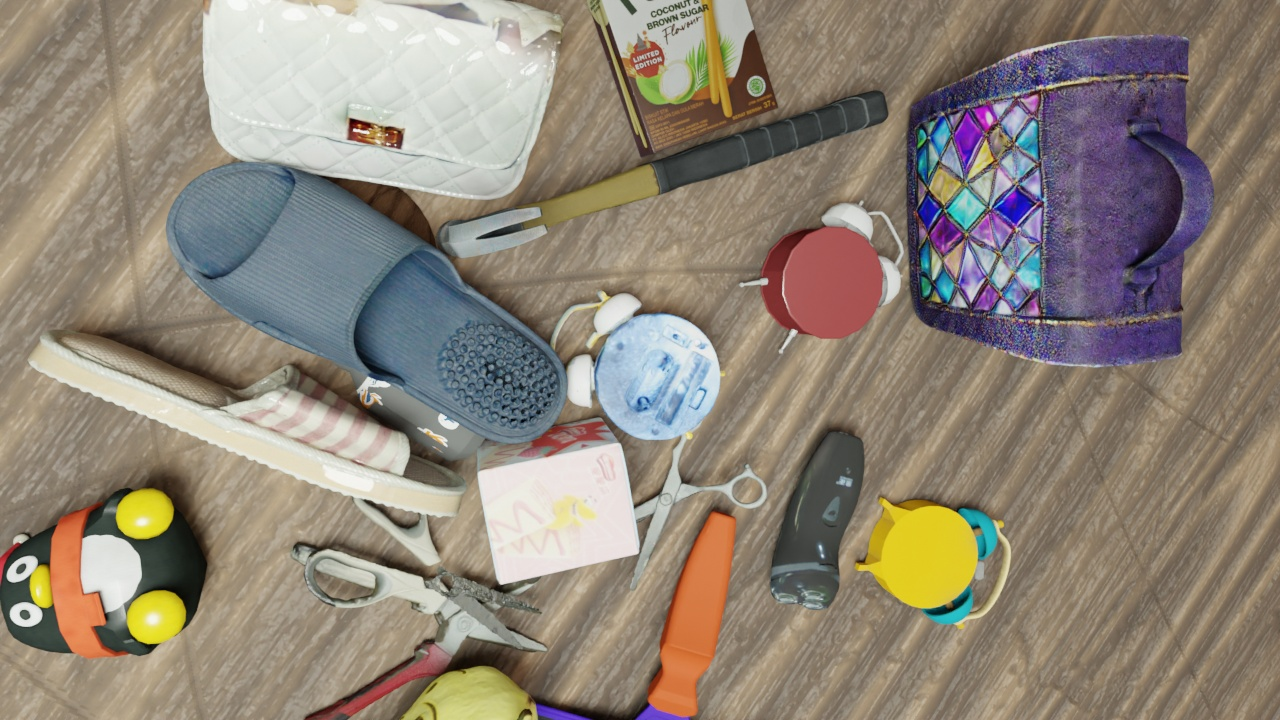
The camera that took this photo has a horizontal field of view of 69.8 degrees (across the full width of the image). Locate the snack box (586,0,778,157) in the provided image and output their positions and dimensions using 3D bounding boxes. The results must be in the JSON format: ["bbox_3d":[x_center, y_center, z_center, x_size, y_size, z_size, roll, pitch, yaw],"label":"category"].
[{"bbox_3d":[0.019,-0.250,0.645,0.101,0.032,0.186,-23,102,-13],"label":"snack box"}]

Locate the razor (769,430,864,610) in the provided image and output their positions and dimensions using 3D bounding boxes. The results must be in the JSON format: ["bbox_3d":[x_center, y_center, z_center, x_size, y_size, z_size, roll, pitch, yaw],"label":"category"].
[{"bbox_3d":[0.142,0.124,0.709,0.053,0.064,0.140,16,93,-19],"label":"razor"}]

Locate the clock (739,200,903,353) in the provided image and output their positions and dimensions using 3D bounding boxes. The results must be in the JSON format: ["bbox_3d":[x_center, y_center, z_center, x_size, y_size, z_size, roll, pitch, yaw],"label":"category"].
[{"bbox_3d":[0.145,-0.065,0.698,0.124,0.044,0.087,-35,105,-10],"label":"clock"}]

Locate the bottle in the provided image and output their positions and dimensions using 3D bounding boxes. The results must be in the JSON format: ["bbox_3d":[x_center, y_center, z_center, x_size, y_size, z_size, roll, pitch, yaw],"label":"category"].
[{"bbox_3d":[-0.154,0.025,0.618,0.112,0.047,0.047,36,85,-18],"label":"bottle"}]

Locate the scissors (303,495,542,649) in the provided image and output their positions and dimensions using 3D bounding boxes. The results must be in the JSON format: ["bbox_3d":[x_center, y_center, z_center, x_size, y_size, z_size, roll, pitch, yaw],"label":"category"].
[{"bbox_3d":[-0.154,0.151,0.634,0.153,0.013,0.163,-23,90,-21],"label":"scissors"}]

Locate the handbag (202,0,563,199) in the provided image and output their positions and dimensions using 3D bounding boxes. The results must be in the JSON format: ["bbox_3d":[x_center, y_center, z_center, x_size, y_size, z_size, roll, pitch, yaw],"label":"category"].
[{"bbox_3d":[-0.152,-0.164,0.545,0.194,0.139,0.072,6,53,-17],"label":"handbag"}]

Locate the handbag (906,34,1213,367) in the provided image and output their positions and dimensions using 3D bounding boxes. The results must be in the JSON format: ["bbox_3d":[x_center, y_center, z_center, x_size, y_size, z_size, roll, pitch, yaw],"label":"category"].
[{"bbox_3d":[0.297,-0.107,0.645,0.125,0.222,0.205,-6,99,-17],"label":"handbag"}]

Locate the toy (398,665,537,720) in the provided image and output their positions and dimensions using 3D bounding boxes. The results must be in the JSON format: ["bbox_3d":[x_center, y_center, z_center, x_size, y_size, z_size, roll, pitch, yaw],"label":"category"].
[{"bbox_3d":[-0.152,0.283,0.592,0.214,0.149,0.084,-36,114,-6],"label":"toy"}]

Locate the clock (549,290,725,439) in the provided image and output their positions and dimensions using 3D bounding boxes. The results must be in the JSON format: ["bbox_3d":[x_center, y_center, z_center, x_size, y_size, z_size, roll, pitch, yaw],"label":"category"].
[{"bbox_3d":[-0.004,0.004,0.654,0.125,0.052,0.089,29,87,-8],"label":"clock"}]

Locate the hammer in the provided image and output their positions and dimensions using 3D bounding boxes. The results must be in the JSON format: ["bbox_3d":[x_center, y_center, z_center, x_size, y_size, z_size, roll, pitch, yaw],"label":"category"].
[{"bbox_3d":[0.029,-0.131,0.631,0.332,0.118,0.025,-22,104,-19],"label":"hammer"}]

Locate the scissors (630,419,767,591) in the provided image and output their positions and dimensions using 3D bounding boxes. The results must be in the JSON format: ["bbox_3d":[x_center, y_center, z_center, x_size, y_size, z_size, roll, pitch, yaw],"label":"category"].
[{"bbox_3d":[0.021,0.086,0.686,0.141,0.014,0.164,-8,81,5],"label":"scissors"}]

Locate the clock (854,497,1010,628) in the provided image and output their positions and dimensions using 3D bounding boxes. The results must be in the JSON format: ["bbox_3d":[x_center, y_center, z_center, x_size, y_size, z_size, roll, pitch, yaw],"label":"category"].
[{"bbox_3d":[0.245,0.164,0.757,0.129,0.044,0.099,21,90,-11],"label":"clock"}]

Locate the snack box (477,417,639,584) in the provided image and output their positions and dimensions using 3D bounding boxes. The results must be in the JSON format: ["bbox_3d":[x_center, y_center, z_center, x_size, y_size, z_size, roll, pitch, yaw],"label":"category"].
[{"bbox_3d":[-0.059,0.091,0.625,0.094,0.093,0.079,-10,99,-8],"label":"snack box"}]

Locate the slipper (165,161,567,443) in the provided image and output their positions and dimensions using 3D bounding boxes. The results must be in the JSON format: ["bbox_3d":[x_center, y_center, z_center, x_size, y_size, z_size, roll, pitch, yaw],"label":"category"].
[{"bbox_3d":[-0.148,-0.035,0.553,0.263,0.083,0.101,33,73,-20],"label":"slipper"}]

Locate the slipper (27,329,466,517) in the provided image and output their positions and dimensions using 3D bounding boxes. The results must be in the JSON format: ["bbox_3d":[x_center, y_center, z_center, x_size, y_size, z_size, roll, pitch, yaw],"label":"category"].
[{"bbox_3d":[-0.228,0.030,0.564,0.263,0.115,0.052,23,88,-12],"label":"slipper"}]

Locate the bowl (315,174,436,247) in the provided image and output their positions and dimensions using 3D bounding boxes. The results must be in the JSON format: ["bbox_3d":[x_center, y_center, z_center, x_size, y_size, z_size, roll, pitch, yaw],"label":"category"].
[{"bbox_3d":[-0.193,-0.066,0.603,0.119,0.032,0.119,-2,97,-17],"label":"bowl"}]

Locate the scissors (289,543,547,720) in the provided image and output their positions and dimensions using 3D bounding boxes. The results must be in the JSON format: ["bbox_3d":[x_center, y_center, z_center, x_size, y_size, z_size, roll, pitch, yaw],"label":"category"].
[{"bbox_3d":[-0.168,0.183,0.649,0.199,0.015,0.179,-37,105,-11],"label":"scissors"}]

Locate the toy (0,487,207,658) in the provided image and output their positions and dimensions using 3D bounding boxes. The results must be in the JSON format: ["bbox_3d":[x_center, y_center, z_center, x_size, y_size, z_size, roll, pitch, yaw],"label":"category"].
[{"bbox_3d":[-0.329,0.134,0.553,0.119,0.100,0.097,-11,78,-10],"label":"toy"}]

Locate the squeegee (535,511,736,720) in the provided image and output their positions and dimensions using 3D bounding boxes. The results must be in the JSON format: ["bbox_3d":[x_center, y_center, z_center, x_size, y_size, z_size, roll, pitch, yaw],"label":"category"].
[{"bbox_3d":[0.038,0.205,0.691,0.249,0.055,0.184,16,89,1],"label":"squeegee"}]
